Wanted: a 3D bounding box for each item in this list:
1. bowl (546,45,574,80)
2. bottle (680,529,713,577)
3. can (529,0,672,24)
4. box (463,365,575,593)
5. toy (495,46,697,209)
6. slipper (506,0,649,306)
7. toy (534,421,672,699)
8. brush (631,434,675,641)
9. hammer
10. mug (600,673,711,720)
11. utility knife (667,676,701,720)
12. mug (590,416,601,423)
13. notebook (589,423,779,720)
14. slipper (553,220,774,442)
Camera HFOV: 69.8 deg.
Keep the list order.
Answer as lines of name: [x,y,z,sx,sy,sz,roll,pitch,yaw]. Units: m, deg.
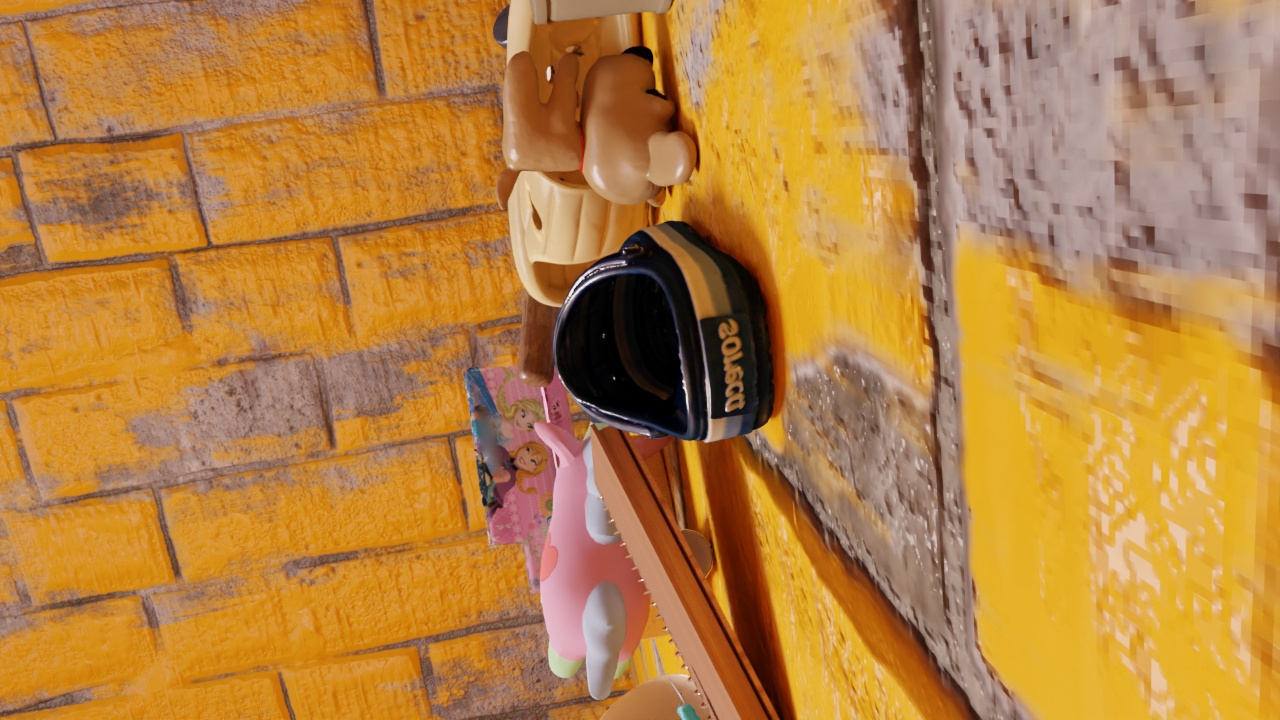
bowl: [-0.038,-0.208,0.705,0.113,0.063,0.113,170,91,-84]
bottle: [0.031,0.162,0.714,0.116,0.041,0.041,95,165,-69]
can: [-0.029,-0.247,0.484,0.128,0.073,0.128,170,91,-85]
box: [-0.115,0.120,0.902,0.087,0.105,0.230,128,134,-59]
toy: [-0.027,-0.135,0.541,0.134,0.108,0.106,-152,70,-84]
slipper: [-0.032,-0.145,0.630,0.079,0.111,0.262,43,143,46]
toy: [-0.035,0.156,0.762,0.222,0.120,0.171,-105,24,-59]
brush: [-0.041,0.195,0.982,0.251,0.075,0.195,145,119,-66]
hammer: [-0.077,-0.132,0.768,0.129,0.040,0.321,27,-121,-50]
mug: [0.034,0.299,0.654,0.120,0.096,0.100,7,125,59]
utility knife: [0.050,0.253,0.576,0.124,0.015,0.022,57,176,4]
mug: [0.001,0.002,0.680,0.105,0.071,0.077,-8,91,58]
notebook: [0.023,0.149,0.569,0.210,0.022,0.169,62,169,17]
slipper: [-0.001,-0.017,0.491,0.253,0.095,0.105,-144,43,-77]
